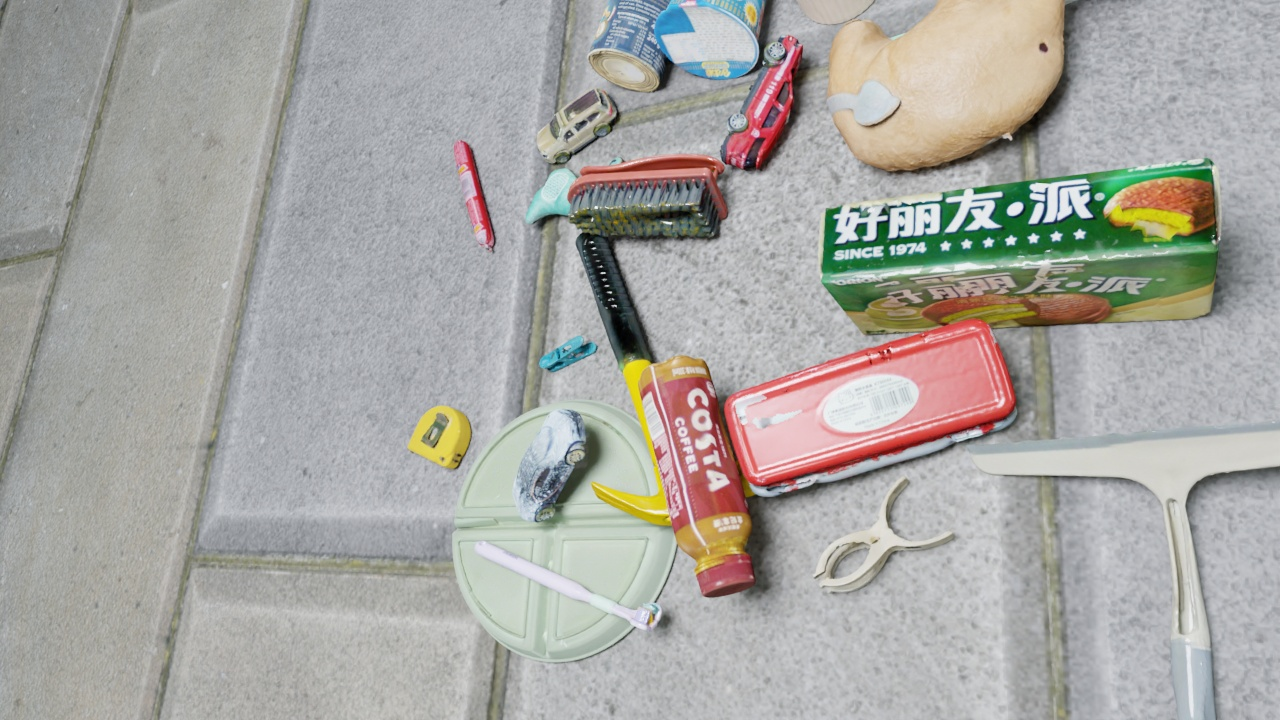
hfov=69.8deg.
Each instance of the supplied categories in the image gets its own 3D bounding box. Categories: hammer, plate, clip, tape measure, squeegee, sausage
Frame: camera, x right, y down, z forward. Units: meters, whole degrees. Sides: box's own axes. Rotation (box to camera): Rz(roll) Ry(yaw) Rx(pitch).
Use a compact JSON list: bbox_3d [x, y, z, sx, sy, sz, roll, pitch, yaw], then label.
[{"bbox_3d":[-0.005,0.005,0.787,0.129,0.033,0.300,-18,58,-2],"label":"hammer"},{"bbox_3d":[-0.074,0.142,0.796,0.231,0.027,0.230,-10,69,26],"label":"plate"},{"bbox_3d":[-0.068,-0.005,0.847,0.056,0.041,0.014,-27,61,27],"label":"clip"},{"bbox_3d":[-0.194,0.072,0.887,0.060,0.029,0.057,20,83,33],"label":"tape measure"},{"bbox_3d":[0.328,0.164,0.551,0.247,0.039,0.246,-12,72,45],"label":"squeegee"},{"bbox_3d":[0.166,0.130,0.659,0.098,0.034,0.064,-41,57,6],"label":"clip"},{"bbox_3d":[-0.177,-0.176,0.969,0.020,0.020,0.155,-28,61,19],"label":"sausage"}]

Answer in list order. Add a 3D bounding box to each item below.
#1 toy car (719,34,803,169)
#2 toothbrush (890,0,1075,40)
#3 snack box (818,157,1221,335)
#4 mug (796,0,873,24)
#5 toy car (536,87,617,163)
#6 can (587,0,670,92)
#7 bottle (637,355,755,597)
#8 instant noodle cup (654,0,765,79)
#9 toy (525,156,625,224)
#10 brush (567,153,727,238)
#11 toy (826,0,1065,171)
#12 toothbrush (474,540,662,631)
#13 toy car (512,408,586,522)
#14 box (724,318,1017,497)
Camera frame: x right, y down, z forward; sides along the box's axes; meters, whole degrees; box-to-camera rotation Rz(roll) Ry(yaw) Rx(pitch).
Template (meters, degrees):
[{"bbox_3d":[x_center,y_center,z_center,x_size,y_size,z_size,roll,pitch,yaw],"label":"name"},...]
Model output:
[{"bbox_3d":[0.110,-0.223,0.802,0.045,0.053,0.120,26,94,6],"label":"toy car"},{"bbox_3d":[0.282,-0.271,0.735,0.225,0.026,0.027,-11,63,26],"label":"toothbrush"},{"bbox_3d":[0.254,-0.070,0.628,0.241,0.114,0.063,-2,71,28],"label":"snack box"},{"bbox_3d":[0.160,-0.367,0.790,0.082,0.106,0.114,1,74,30],"label":"mug"},{"bbox_3d":[-0.067,-0.235,0.918,0.091,0.035,0.042,-32,59,20],"label":"toy car"},{"bbox_3d":[0.001,-0.325,0.885,0.075,0.075,0.111,14,81,33],"label":"can"},{"bbox_3d":[0.043,0.084,0.678,0.058,0.057,0.174,-24,63,21],"label":"bottle"},{"bbox_3d":[0.075,-0.334,0.840,0.099,0.099,0.109,8,69,32],"label":"instant noodle cup"},{"bbox_3d":[-0.057,-0.161,0.891,0.092,0.030,0.096,25,79,29],"label":"toy"},{"bbox_3d":[0.002,-0.150,0.822,0.146,0.063,0.069,2,63,23],"label":"brush"},{"bbox_3d":[0.253,-0.229,0.697,0.226,0.082,0.143,-20,85,26],"label":"toy"},{"bbox_3d":[-0.067,0.180,0.750,0.189,0.029,0.021,13,117,33],"label":"toothbrush"},{"bbox_3d":[-0.078,0.086,0.763,0.106,0.031,0.049,-61,39,23],"label":"toy car"},{"bbox_3d":[0.167,0.039,0.676,0.201,0.068,0.090,-19,81,14],"label":"box"}]
